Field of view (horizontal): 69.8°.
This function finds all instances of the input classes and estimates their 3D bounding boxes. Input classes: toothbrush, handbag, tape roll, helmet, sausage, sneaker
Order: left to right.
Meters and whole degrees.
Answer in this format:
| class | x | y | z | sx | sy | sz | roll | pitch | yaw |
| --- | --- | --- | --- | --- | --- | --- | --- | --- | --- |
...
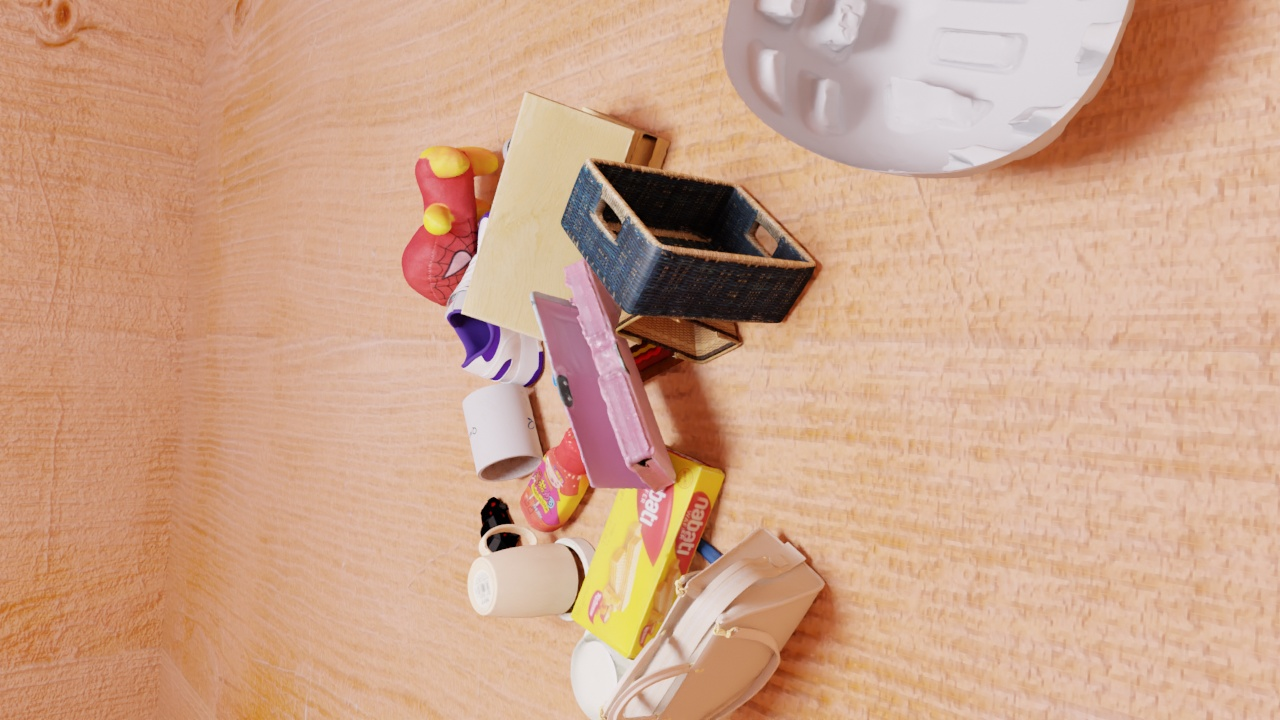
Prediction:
| class | x | y | z | sx | sy | sz | roll | pitch | yaw |
| --- | --- | --- | --- | --- | --- | --- | --- | --- | --- |
| sneaker | -0.199 | -0.085 | 1.171 | 0.092 | 0.111 | 0.244 | -29 | 65 | 46 |
| tape roll | -0.079 | 0.253 | 1.066 | 0.094 | 0.019 | 0.094 | -7 | 81 | 50 |
| sausage | -0.006 | 0.006 | 0.984 | 0.156 | 0.040 | 0.040 | -29 | 65 | 45 |
| toothbrush | 0.043 | 0.174 | 0.925 | 0.190 | 0.017 | 0.016 | 35 | 112 | 46 |
| handbag | 0.041 | 0.248 | 0.771 | 0.101 | 0.197 | 0.195 | 41 | 119 | 28 |
| helmet | 0.204 | -0.241 | 0.638 | 0.282 | 0.183 | 0.224 | 26 | 112 | 56 |

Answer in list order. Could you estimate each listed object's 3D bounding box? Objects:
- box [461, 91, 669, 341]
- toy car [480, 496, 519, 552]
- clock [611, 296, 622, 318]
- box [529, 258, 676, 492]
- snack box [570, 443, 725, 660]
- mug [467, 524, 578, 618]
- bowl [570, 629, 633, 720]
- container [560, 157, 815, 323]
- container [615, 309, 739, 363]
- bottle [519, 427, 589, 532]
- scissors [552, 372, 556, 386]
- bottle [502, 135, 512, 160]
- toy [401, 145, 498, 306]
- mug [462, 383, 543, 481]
| class | x | y | z | sx | sy | sz | roll | pitch | yaw |
| --- | --- | --- | --- | --- | --- | --- | --- | --- | --- |
| box | -0.080 | -0.150 | 1.019 | 0.142 | 0.178 | 0.249 | 28 | 108 | 28 |
| toy car | -0.188 | 0.219 | 1.187 | 0.042 | 0.036 | 0.091 | -57 | 47 | 30 |
| clock | 0.003 | -0.086 | 0.988 | 0.087 | 0.042 | 0.123 | 49 | 118 | 41 |
| box | -0.043 | 0.022 | 0.907 | 0.080 | 0.099 | 0.232 | -23 | 62 | 5 |
| snack box | 0.006 | 0.186 | 0.914 | 0.092 | 0.042 | 0.200 | 22 | 91 | 45 |
| mug | -0.141 | 0.238 | 1.043 | 0.085 | 0.104 | 0.111 | -47 | 54 | 36 |
| bowl | -0.026 | 0.329 | 0.963 | 0.177 | 0.057 | 0.176 | -7 | 81 | 50 |
| container | 0.041 | -0.103 | 0.821 | 0.145 | 0.187 | 0.071 | 55 | 130 | 38 |
| container | 0.036 | -0.046 | 0.890 | 0.063 | 0.114 | 0.061 | -28 | 53 | 46 |
| bottle | -0.091 | 0.136 | 1.067 | 0.134 | 0.048 | 0.071 | -58 | 45 | 29 |
| scissors | -0.064 | 0.005 | 1.073 | 0.131 | 0.018 | 0.109 | -45 | 53 | 36 |
| bottle | -0.124 | -0.266 | 1.137 | 0.109 | 0.060 | 0.060 | -1 | 85 | 50 |
| toy | -0.257 | -0.179 | 1.230 | 0.099 | 0.147 | 0.216 | 18 | 107 | 24 |
| mug | -0.174 | 0.099 | 1.158 | 0.120 | 0.083 | 0.096 | 107 | 150 | -62 |
